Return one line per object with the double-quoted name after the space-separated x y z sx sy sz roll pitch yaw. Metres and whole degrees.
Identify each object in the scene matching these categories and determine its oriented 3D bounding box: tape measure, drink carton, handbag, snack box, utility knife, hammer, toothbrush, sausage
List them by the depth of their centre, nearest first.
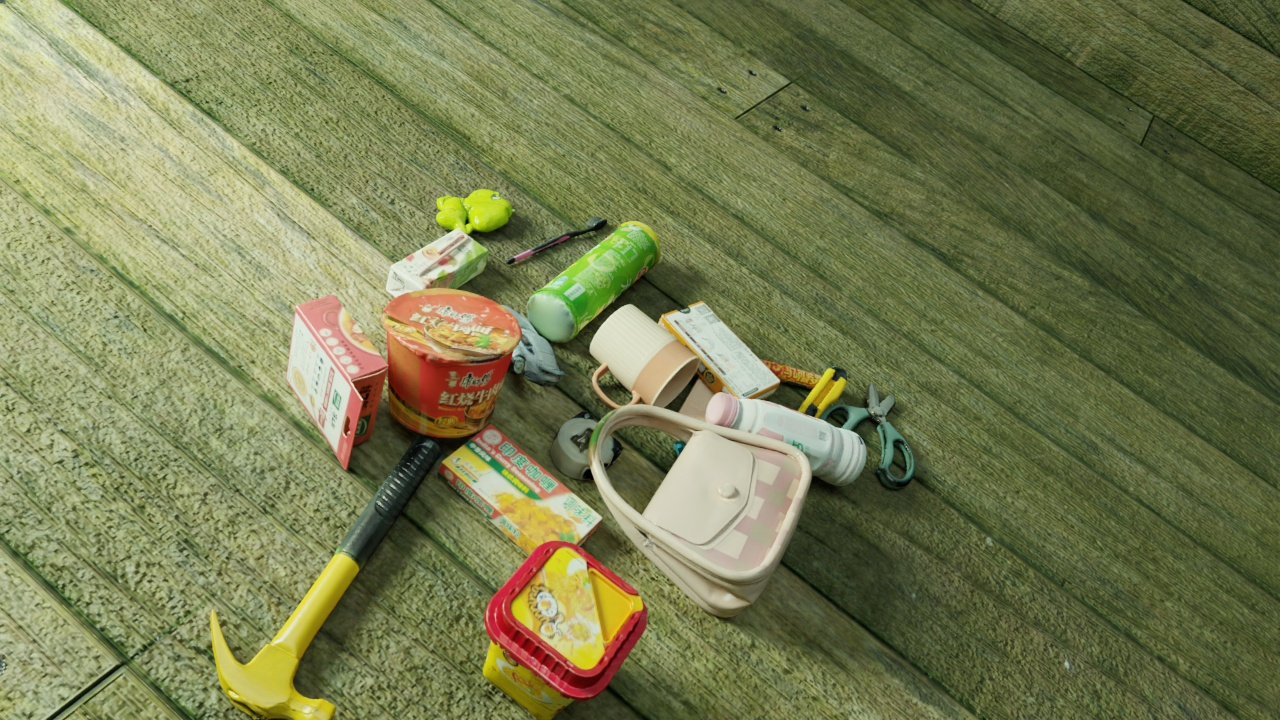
-0.261 0.178 0.818 0.129 0.033 0.299 28 44 -1 "hammer"
-0.291 0.021 0.891 0.044 0.113 0.127 -23 63 -40 "snack box"
-0.122 0.138 0.926 0.156 0.027 0.076 38 43 11 "snack box"
0.051 0.134 0.964 0.234 0.094 0.192 31 46 6 "handbag"
-0.062 0.095 0.991 0.066 0.034 0.065 39 44 15 "tape measure"
-0.239 -0.110 1.089 0.053 0.046 0.122 36 44 11 "drink carton"
0.099 0.054 1.112 0.084 0.026 0.156 30 43 4 "snack box"
0.095 -0.007 1.128 0.075 0.026 0.153 -22 60 -38 "snack box"
0.207 0.073 1.139 0.033 0.015 0.215 39 52 7 "utility knife"
0.193 0.019 1.194 0.165 0.022 0.021 14 45 -13 "sausage"
-0.111 -0.161 1.223 0.018 0.014 0.188 36 44 24 "toothbrush"

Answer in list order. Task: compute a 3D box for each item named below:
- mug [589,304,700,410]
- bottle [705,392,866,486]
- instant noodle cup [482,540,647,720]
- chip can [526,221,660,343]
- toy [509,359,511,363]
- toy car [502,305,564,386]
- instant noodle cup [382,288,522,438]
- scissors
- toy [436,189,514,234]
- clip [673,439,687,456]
-0.006 0.006 1.077 0.106 0.082 0.114 41 75 16 "mug"
0.167 0.086 1.058 0.196 0.068 0.068 23 42 -23 "bottle"
-0.074 0.238 0.785 0.116 0.124 0.115 36 44 8 "instant noodle cup"
-0.056 -0.100 1.149 0.072 0.073 0.220 36 44 9 "chip can"
-0.189 -0.013 1.035 0.092 0.030 0.096 25 38 -6 "toy"
-0.131 -0.019 1.050 0.054 0.037 0.120 16 32 -55 "toy car"
-0.199 0.004 0.939 0.138 0.109 0.137 11 31 -7 "instant noodle cup"
0.283 0.083 1.181 0.171 0.019 0.176 15 46 -11 "scissors"
-0.214 -0.191 1.189 0.100 0.031 0.096 6 47 -15 "toy"
0.054 0.111 1.042 0.014 0.047 0.057 -4 54 -30 "clip"
